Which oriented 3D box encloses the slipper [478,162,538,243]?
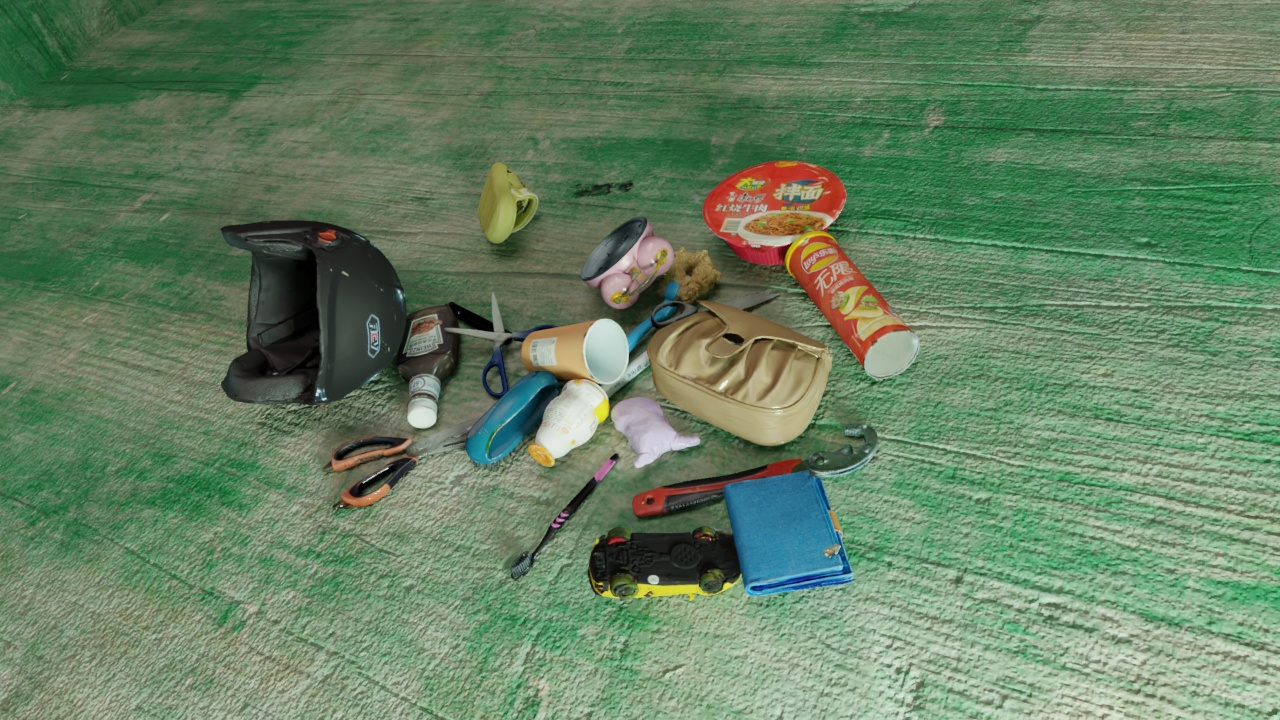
[{"bbox_3d":[-0.203,-0.234,1.415,0.081,0.092,0.190,18,26,-22],"label":"slipper"}]

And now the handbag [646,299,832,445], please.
[{"bbox_3d":[0.111,0.003,1.045,0.205,0.100,0.147,24,53,31],"label":"handbag"}]

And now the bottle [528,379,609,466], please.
[{"bbox_3d":[-0.085,0.073,1.061,0.063,0.063,0.108,17,52,31],"label":"bottle"}]

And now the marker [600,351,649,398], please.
[{"bbox_3d":[-0.007,0.007,1.137,0.130,0.022,0.018,-38,20,-23],"label":"marker"}]

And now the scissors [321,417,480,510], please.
[{"bbox_3d":[-0.282,0.118,1.113,0.196,0.015,0.215,16,51,30],"label":"scissors"}]

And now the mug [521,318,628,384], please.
[{"bbox_3d":[-0.085,-0.009,1.125,0.123,0.078,0.078,-2,42,41],"label":"mug"}]

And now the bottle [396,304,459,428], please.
[{"bbox_3d":[-0.281,0.007,1.206,0.080,0.044,0.194,-14,44,6],"label":"bottle"}]

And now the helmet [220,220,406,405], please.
[{"bbox_3d":[-0.414,-0.063,1.182,0.229,0.234,0.275,-11,29,-41],"label":"helmet"}]

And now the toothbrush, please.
[{"bbox_3d":[-0.080,0.164,1.000,0.014,0.018,0.188,21,53,31],"label":"toothbrush"}]

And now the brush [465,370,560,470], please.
[{"bbox_3d":[-0.149,0.064,1.080,0.055,0.074,0.143,37,63,13],"label":"brush"}]

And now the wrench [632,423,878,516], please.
[{"bbox_3d":[0.123,0.123,0.979,0.273,0.016,0.056,-16,43,0],"label":"wrench"}]

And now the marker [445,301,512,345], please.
[{"bbox_3d":[-0.225,-0.053,1.266,0.132,0.022,0.020,27,92,37],"label":"marker"}]

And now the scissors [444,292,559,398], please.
[{"bbox_3d":[-0.174,-0.025,1.206,0.162,0.012,0.172,-10,56,-5],"label":"scissors"}]

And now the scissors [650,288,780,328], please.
[{"bbox_3d":[0.093,-0.070,1.165,0.137,0.014,0.174,33,68,5],"label":"scissors"}]

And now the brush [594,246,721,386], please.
[{"bbox_3d":[0.015,-0.056,1.181,0.083,0.046,0.254,26,62,31],"label":"brush"}]

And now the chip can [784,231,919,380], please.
[{"bbox_3d":[0.250,-0.070,1.101,0.073,0.073,0.216,-21,44,-5],"label":"chip can"}]

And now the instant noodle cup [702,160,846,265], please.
[{"bbox_3d":[0.183,-0.193,1.252,0.194,0.066,0.193,-8,43,8],"label":"instant noodle cup"}]

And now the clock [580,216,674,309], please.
[{"bbox_3d":[-0.014,-0.125,1.208,0.117,0.060,0.158,-44,23,3],"label":"clock"}]

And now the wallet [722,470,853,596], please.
[{"bbox_3d":[0.143,0.169,0.905,0.106,0.040,0.132,-9,39,0],"label":"wallet"}]

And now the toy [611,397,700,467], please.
[{"bbox_3d":[0.009,0.075,1.048,0.083,0.039,0.108,-16,36,-21],"label":"toy"}]

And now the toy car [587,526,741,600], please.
[{"bbox_3d":[0.026,0.202,0.906,0.156,0.041,0.071,-2,42,-6],"label":"toy car"}]
